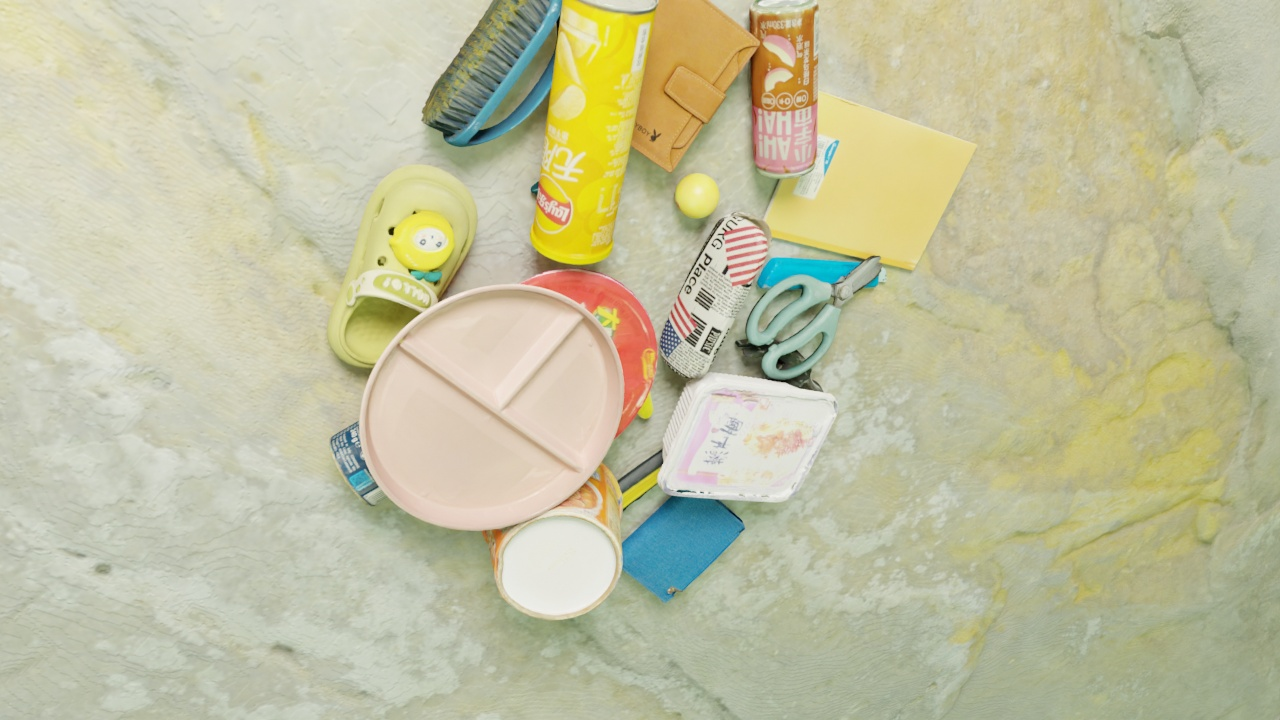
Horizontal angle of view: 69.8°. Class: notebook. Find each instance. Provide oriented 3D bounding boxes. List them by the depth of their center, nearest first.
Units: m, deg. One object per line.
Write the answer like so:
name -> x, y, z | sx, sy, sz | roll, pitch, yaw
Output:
notebook -> 0.228, -0.172, 0.912 | 0.206, 0.010, 0.146 | 8, 117, -28

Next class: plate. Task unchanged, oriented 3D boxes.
plate -> -0.123, 0.041, 0.781 | 0.229, 0.028, 0.230 | -11, 118, -22

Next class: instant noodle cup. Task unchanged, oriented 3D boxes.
instant noodle cup -> -0.084, 0.000, 0.839 | 0.193, 0.066, 0.194 | -12, 119, -23
instant noodle cup -> -0.084, 0.175, 0.905 | 0.151, 0.111, 0.151 | -3, 110, -8
instant noodle cup -> 0.101, 0.073, 0.938 | 0.173, 0.060, 0.138 | 9, 117, -27

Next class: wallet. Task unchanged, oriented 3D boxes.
wallet -> 0.020, -0.237, 0.754 | 0.108, 0.031, 0.132 | 32, 105, -18
wallet -> 0.045, 0.207, 1.052 | 0.133, 0.040, 0.106 | -44, 118, 7

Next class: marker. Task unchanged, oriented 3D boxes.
marker -> -0.005, 0.005, 0.918 | 0.018, 0.015, 0.124 | -20, 123, -13

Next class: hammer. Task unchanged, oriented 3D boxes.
hammer -> 0.044, 0.092, 0.983 | 0.323, 0.032, 0.126 | -37, 127, 2

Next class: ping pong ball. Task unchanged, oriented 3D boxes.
ping pong ball -> 0.051, -0.149, 0.829 | 0.040, 0.040, 0.040 | -11, 124, -18

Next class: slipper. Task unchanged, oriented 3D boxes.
slipper -> -0.192, -0.063, 0.752 | 0.091, 0.081, 0.191 | 16, 115, -34

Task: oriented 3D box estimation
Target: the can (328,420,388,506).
can -> -0.214, 0.073, 0.828 | 0.111, 0.075, 0.075 | -31, 127, -4

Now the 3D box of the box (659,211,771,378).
box -> 0.072, -0.058, 0.867 | 0.076, 0.087, 0.163 | 21, 113, -17

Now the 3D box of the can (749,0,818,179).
can -> 0.125, -0.236, 0.796 | 0.058, 0.058, 0.147 | -16, 125, -14

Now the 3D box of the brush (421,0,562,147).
brush -> -0.103, -0.223, 0.705 | 0.073, 0.055, 0.144 | 29, 105, -38

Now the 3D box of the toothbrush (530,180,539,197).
toothbrush -> -0.009, -0.189, 0.794 | 0.191, 0.016, 0.018 | -29, 137, -4

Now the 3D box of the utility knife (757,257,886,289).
utility knife -> 0.193, -0.088, 0.945 | 0.159, 0.018, 0.034 | -1, 120, -25

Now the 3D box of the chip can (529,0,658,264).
chip can -> -0.040, -0.181, 0.715 | 0.072, 0.072, 0.214 | -5, 132, -22

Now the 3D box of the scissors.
scissors -> 0.172, -0.068, 0.924 | 0.129, 0.019, 0.185 | 37, 90, -35
